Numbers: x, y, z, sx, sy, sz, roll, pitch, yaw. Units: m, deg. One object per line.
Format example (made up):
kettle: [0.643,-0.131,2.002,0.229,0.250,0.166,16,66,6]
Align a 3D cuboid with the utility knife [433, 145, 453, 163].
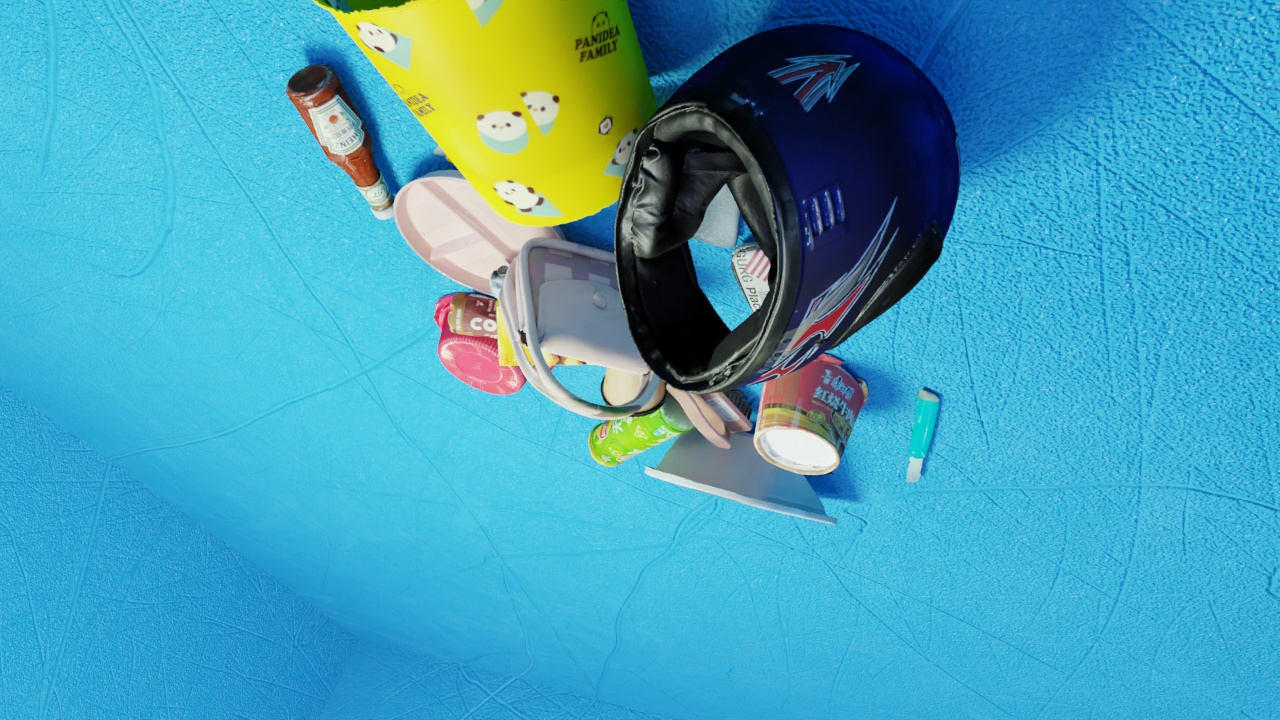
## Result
utility knife: [-0.158,-0.215,1.037,0.171,0.015,0.033,17,145,8]

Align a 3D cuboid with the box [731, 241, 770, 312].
box: [0.155,-0.075,1.041,0.068,0.051,0.164,10,146,38]

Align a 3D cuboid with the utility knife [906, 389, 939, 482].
utility knife: [0.364,0.103,1.197,0.029,0.013,0.218,10,144,16]

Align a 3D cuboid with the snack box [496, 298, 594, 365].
snack box: [-0.114,-0.038,1.185,0.140,0.033,0.087,1,119,-4]

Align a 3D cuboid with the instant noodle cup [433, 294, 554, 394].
instant noodle cup: [-0.224,-0.012,1.336,0.194,0.065,0.194,17,148,11]

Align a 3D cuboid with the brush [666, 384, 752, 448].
brush: [0.088,0.054,1.238,0.063,0.072,0.145,-11,134,43]

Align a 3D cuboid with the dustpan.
dustpan: [0.128,0.193,1.328,0.223,0.142,0.258,12,145,39]

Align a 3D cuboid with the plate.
plate: [-0.191,-0.153,1.131,0.229,0.028,0.230,15,150,8]

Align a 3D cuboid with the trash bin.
trash bin: [-0.107,-0.261,0.758,0.230,0.229,0.255,6,150,25]

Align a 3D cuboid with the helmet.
helmet: [0.130,-0.125,0.779,0.247,0.239,0.316,53,148,23]

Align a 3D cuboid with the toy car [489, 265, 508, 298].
toy car: [-0.145,-0.092,1.146,0.091,0.034,0.043,8,146,15]

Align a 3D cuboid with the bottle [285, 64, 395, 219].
bottle: [-0.336,-0.244,1.063,0.060,0.059,0.206,9,148,20]

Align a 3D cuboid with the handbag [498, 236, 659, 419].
handbag: [-0.057,-0.024,1.034,0.193,0.233,0.094,14,134,-21]

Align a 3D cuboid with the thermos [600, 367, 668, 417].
thermos: [-0.007,0.007,1.217,0.093,0.092,0.143,15,140,11]

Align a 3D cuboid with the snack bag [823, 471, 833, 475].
snack bag: [0.227,0.141,1.325,0.104,0.026,0.048,23,166,-3]

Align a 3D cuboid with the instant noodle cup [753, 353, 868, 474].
instant noodle cup: [0.207,0.072,1.157,0.138,0.108,0.138,16,148,10]

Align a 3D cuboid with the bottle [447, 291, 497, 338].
bottle: [-0.167,-0.053,1.234,0.175,0.057,0.058,9,147,4]

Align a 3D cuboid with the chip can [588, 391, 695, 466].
chip can: [0.003,0.097,1.353,0.072,0.072,0.222,33,146,-17]

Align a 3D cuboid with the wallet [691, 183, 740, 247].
wallet: [0.050,-0.171,0.977,0.121,0.019,0.097,16,146,12]
